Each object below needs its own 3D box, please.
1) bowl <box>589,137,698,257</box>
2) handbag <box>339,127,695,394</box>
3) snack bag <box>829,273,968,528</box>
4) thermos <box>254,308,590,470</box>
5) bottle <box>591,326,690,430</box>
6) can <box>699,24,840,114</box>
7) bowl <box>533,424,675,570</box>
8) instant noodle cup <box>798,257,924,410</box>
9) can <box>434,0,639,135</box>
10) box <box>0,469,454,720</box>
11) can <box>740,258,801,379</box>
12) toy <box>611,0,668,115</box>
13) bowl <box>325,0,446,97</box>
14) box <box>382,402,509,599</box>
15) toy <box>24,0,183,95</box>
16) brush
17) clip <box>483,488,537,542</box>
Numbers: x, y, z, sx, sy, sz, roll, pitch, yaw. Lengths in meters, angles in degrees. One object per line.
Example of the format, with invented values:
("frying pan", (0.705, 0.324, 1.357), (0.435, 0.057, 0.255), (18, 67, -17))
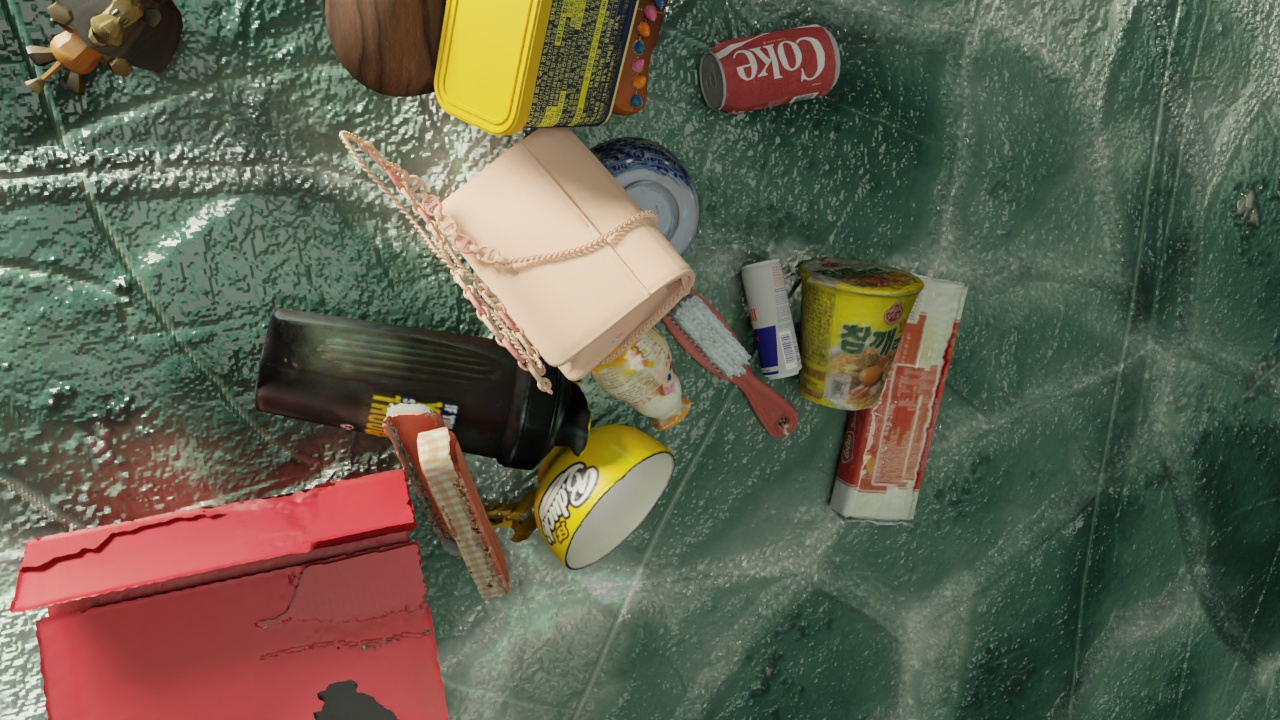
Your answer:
("bowl", (-0.002, -0.110, 0.690), (0.114, 0.045, 0.114), (-5, 104, -18))
("handbag", (-0.056, -0.081, 0.571), (0.116, 0.187, 0.198), (-39, 71, 3))
("snack bag", (0.227, 0.035, 0.810), (0.077, 0.041, 0.225), (6, 102, -20))
("thermos", (-0.148, 0.018, 0.647), (0.220, 0.098, 0.098), (10, 99, -15))
("bottle", (-0.004, 0.004, 0.707), (0.063, 0.063, 0.109), (-40, 110, -7))
("can", (0.097, -0.219, 0.694), (0.096, 0.054, 0.054), (-16, 107, -15))
("bowl", (-0.036, 0.095, 0.705), (0.117, 0.067, 0.117), (-39, 155, -23))
("instant noodle cup", (0.170, -0.021, 0.750), (0.102, 0.102, 0.108), (-2, 112, -19))
("can", (-0.062, -0.219, 0.591), (0.104, 0.075, 0.135), (-21, 134, -52))
("box", (-0.215, 0.152, 0.485), (0.211, 0.410, 0.107), (-9, 108, -18))
("can", (0.106, -0.033, 0.741), (0.032, 0.032, 0.095), (-13, 92, -16))
("toy", (-0.001, -0.219, 0.634), (0.070, 0.103, 0.090), (0, 91, -31))
("bowl", (-0.139, -0.221, 0.590), (0.119, 0.032, 0.119), (-29, 141, -26))
("box", (-0.131, 0.103, 0.636), (0.054, 0.079, 0.187), (-49, 150, -30))
("toy", (-0.328, -0.195, 0.549), (0.100, 0.062, 0.076), (-42, 132, 0))
("brush", (0.081, 0.007, 0.756), (0.041, 0.030, 0.172), (-46, 113, -4))
("clip", (-0.099, 0.124, 0.717), (0.049, 0.054, 0.045), (-38, 95, 17))
